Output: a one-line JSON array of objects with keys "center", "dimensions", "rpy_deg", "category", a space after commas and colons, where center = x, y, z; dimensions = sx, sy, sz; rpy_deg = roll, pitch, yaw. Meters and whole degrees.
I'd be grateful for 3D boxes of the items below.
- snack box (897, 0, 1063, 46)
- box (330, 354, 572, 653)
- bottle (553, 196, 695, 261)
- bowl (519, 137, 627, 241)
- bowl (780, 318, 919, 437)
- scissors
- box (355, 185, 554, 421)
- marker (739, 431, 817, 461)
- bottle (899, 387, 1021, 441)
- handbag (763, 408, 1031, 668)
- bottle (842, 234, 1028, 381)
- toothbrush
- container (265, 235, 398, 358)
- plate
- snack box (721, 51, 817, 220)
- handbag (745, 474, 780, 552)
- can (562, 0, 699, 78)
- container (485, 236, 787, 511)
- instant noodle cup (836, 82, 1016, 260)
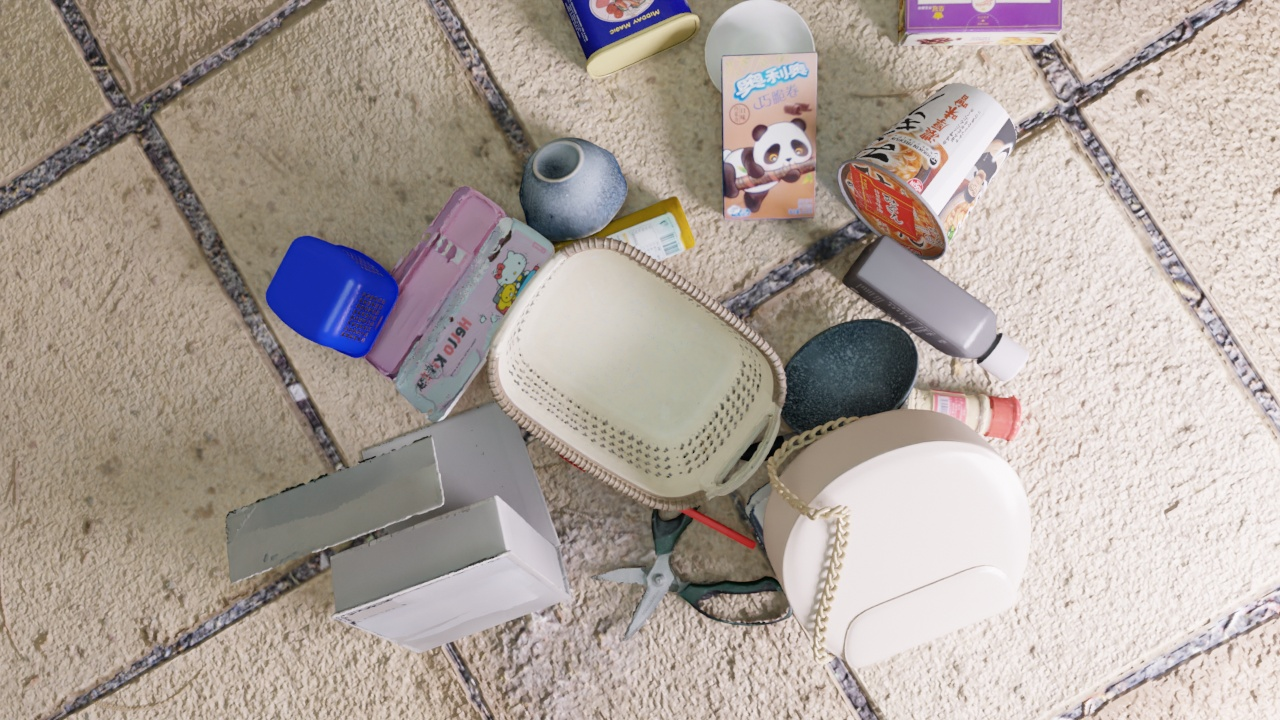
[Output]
[{"center": [0.319, -0.373, 0.863], "dimensions": [0.143, 0.040, 0.148], "rpy_deg": [1, 90, 5], "category": "snack box"}, {"center": [-0.188, 0.112, 0.952], "dimensions": [0.167, 0.421, 0.174], "rpy_deg": [-20, 125, 4], "category": "box"}, {"center": [-0.042, -0.100, 0.885], "dimensions": [0.186, 0.053, 0.053], "rpy_deg": [-22, 88, 5], "category": "bottle"}, {"center": [-0.070, -0.172, 0.870], "dimensions": [0.110, 0.055, 0.110], "rpy_deg": [-6, 62, 12], "category": "bowl"}, {"center": [0.200, 0.031, 0.852], "dimensions": [0.137, 0.137, 0.057], "rpy_deg": [-39, 127, 3], "category": "bowl"}, {"center": [0.063, 0.203, 0.895], "dimensions": [0.202, 0.015, 0.201], "rpy_deg": [28, 91, 3], "category": "scissors"}, {"center": [-0.179, -0.056, 0.881], "dimensions": [0.152, 0.038, 0.201], "rpy_deg": [36, 93, 26], "category": "box"}, {"center": [0.162, 0.077, 0.888], "dimensions": [0.139, 0.016, 0.022], "rpy_deg": [-14, 119, 4], "category": "marker"}, {"center": [0.297, 0.049, 0.862], "dimensions": [0.109, 0.044, 0.044], "rpy_deg": [6, 90, 5], "category": "bottle"}, {"center": [0.216, 0.151, 0.768], "dimensions": [0.210, 0.103, 0.209], "rpy_deg": [-22, 114, 1], "category": "handbag"}, {"center": [0.274, -0.044, 0.844], "dimensions": [0.174, 0.083, 0.046], "rpy_deg": [36, 92, 3], "category": "bottle"}, {"center": [0.013, 0.134, 0.888], "dimensions": [0.212, 0.012, 0.018], "rpy_deg": [27, 91, 11], "category": "toothbrush"}, {"center": [-0.301, -0.064, 0.884], "dimensions": [0.114, 0.058, 0.096], "rpy_deg": [31, 94, 28], "category": "container"}, {"center": [0.114, -0.293, 0.887], "dimensions": [0.104, 0.026, 0.104], "rpy_deg": [0, 89, 4], "category": "plate"}, {"center": [0.120, -0.209, 0.864], "dimensions": [0.087, 0.034, 0.151], "rpy_deg": [-1, 106, 4], "category": "snack box"}, {"center": [0.200, 0.175, 0.854], "dimensions": [0.151, 0.074, 0.176], "rpy_deg": [-29, 91, 3], "category": "handbag"}, {"center": [-0.014, -0.341, 0.883], "dimensions": [0.116, 0.056, 0.092], "rpy_deg": [-22, 87, 4], "category": "can"}, {"center": [-0.005, 0.005, 0.813], "dimensions": [0.246, 0.142, 0.185], "rpy_deg": [35, 100, -12], "category": "container"}, {"center": [0.267, -0.178, 0.834], "dimensions": [0.123, 0.124, 0.121], "rpy_deg": [43, 84, 4], "category": "instant noodle cup"}]
